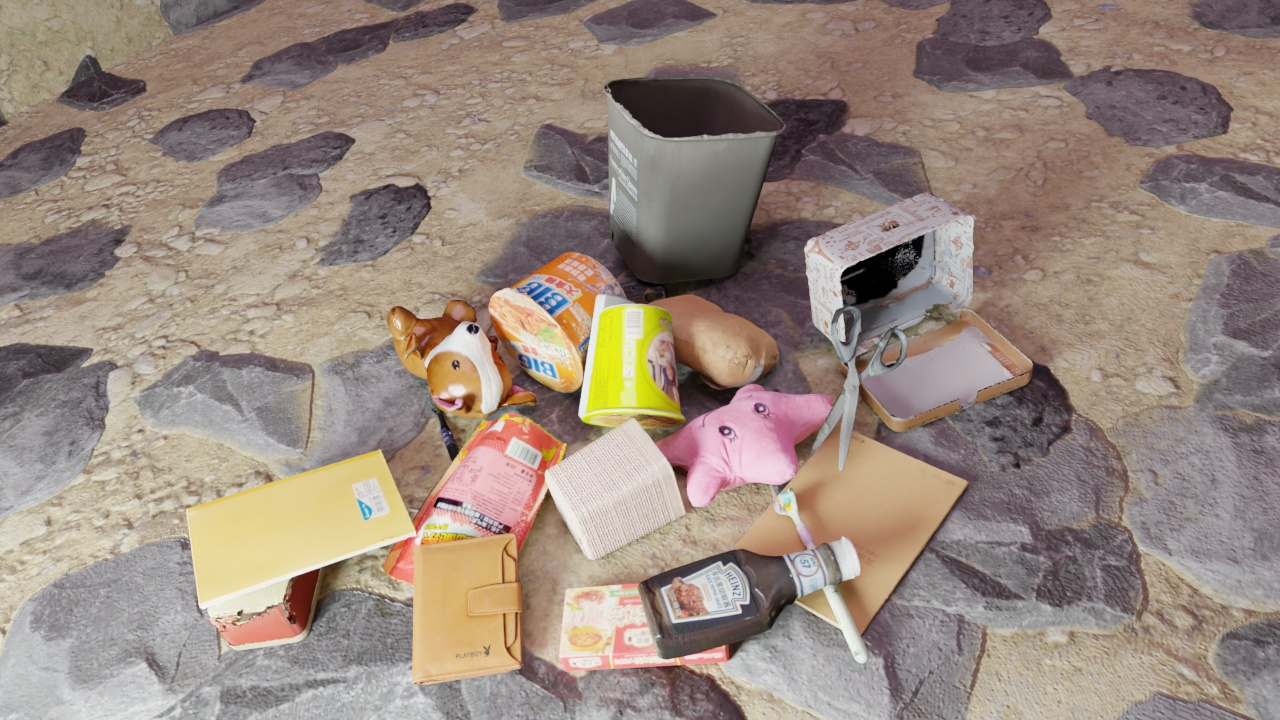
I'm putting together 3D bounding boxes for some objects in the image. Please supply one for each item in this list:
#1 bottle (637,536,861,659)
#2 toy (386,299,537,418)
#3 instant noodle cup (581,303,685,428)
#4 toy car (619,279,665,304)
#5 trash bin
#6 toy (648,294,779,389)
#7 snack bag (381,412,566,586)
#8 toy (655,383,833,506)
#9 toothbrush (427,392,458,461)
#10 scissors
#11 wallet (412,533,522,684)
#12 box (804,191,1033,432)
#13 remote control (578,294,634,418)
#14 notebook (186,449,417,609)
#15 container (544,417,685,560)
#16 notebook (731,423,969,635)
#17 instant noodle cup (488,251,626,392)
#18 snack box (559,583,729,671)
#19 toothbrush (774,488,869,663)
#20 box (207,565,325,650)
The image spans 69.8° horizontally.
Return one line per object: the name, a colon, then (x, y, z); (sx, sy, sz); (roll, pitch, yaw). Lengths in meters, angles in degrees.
bottle: (0.099, 0.203, 0.816); (0.195, 0.044, 0.079); (-16, 43, -4)
toy: (-0.222, -0.002, 1.122); (0.140, 0.131, 0.199); (-11, 43, -33)
instant noodle cup: (-0.006, 0.006, 1.001); (0.112, 0.111, 0.123); (-2, 77, 12)
toy car: (-0.012, -0.084, 1.216); (0.090, 0.035, 0.042); (-12, 39, -1)
trash bin: (0.053, -0.236, 1.207); (0.198, 0.220, 0.199); (-7, 38, -20)
toy: (0.058, -0.038, 1.103); (0.143, 0.082, 0.226); (9, 18, -46)
snack bag: (-0.166, 0.154, 0.969); (0.129, 0.073, 0.207); (15, 54, 14)
toy: (0.118, 0.083, 0.958); (0.194, 0.075, 0.178); (-29, 28, -15)
toothbrush: (-0.225, 0.096, 1.083); (0.014, 0.017, 0.189); (-28, 44, -6)
scissors: (0.215, 0.021, 0.938); (0.163, 0.014, 0.165); (-21, 81, -18)
wallet: (-0.164, 0.235, 0.874); (0.108, 0.031, 0.131); (-9, 61, 4)
box: (0.306, -0.063, 1.017); (0.180, 0.158, 0.205); (-20, 42, -9)
remote control: (-0.035, 0.000, 1.055); (0.021, 0.058, 0.150); (-1, 79, 46)
notebook: (-0.350, 0.165, 0.940); (0.206, 0.010, 0.146); (-17, 38, -21)
container: (-0.028, 0.134, 0.936); (0.110, 0.090, 0.090); (-28, 43, -13)
notebook: (0.205, 0.159, 0.905); (0.149, 0.012, 0.210); (24, 54, 35)
instant noodle cup: (-0.092, -0.053, 1.111); (0.151, 0.151, 0.111); (23, 53, 34)
snack box: (0.004, 0.244, 0.849); (0.153, 0.025, 0.075); (-6, 41, 8)
toothbrush: (0.167, 0.197, 0.852); (0.020, 0.029, 0.189); (16, 33, -31)
box: (-0.384, 0.205, 0.953); (0.091, 0.077, 0.168); (-9, 40, 3)
